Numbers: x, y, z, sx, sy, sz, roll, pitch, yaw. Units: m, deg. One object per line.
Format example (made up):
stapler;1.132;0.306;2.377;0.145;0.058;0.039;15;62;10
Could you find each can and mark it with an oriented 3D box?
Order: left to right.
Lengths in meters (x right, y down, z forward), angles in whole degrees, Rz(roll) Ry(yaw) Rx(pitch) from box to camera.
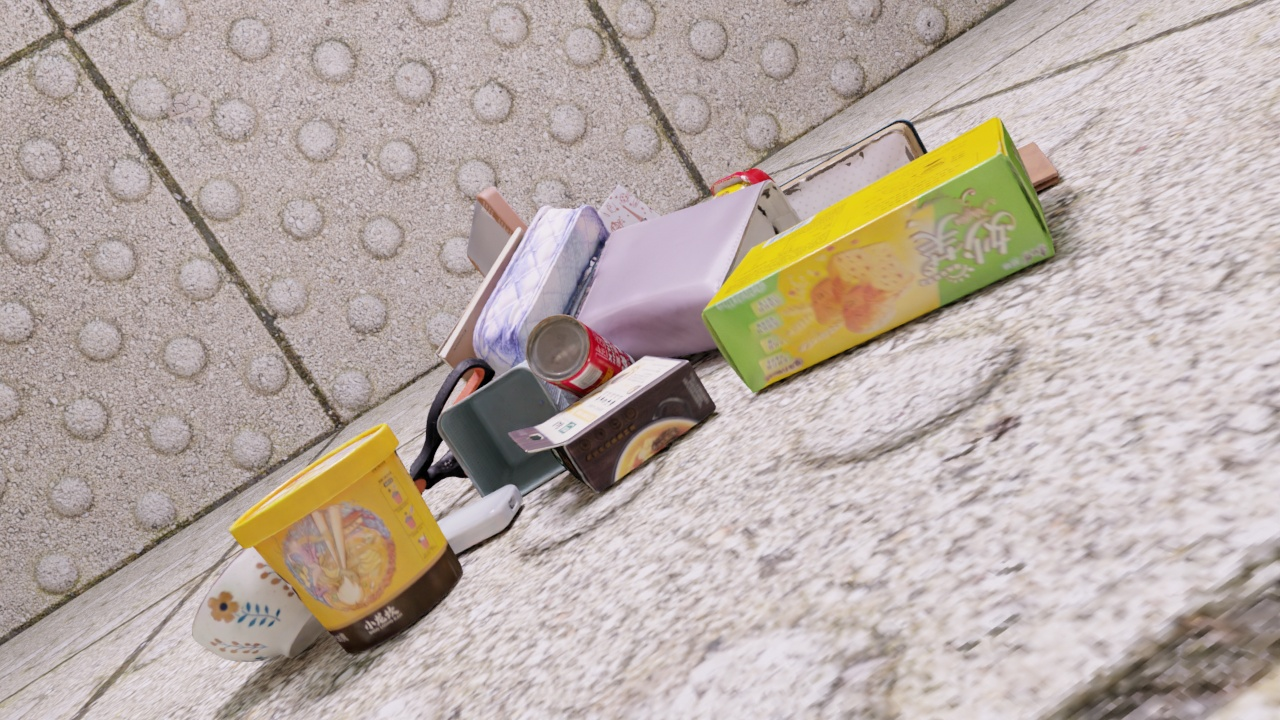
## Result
can;-0.042;0.005;0.752;0.053;0.053;0.132;-30;-20;10

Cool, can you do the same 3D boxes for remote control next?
remote control;-0.151;0.137;0.694;0.136;0.020;0.055;-29;11;16

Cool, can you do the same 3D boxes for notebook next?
notebook;-0.134;-0.027;0.963;0.149;0.012;0.211;-61;-19;-16

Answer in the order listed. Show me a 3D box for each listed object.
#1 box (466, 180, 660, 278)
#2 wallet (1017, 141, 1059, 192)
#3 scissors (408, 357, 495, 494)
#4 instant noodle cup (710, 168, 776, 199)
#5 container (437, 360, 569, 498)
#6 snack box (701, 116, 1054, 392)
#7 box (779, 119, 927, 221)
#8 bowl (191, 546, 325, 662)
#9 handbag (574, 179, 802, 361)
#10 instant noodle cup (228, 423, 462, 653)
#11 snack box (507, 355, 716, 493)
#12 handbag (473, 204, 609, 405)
box;-0.106;-0.136;1.101;0.156;0.193;0.183;-55;5;-25
wallet;0.273;-0.133;0.726;0.101;0.020;0.115;-27;14;24
scissors;-0.193;0.089;0.824;0.022;0.211;0.221;27;27;31
instant noodle cup;0.098;-0.121;0.970;0.123;0.116;0.116;-45;12;-10
container;-0.104;0.054;0.770;0.090;0.090;0.111;-32;7;3
snack box;0.160;-0.074;0.623;0.211;0.070;0.157;-27;11;28
box;0.192;-0.148;0.847;0.185;0.090;0.059;-25;11;26
bowl;-0.259;0.175;0.668;0.113;0.062;0.113;-52;-10;-13
handbag;0.041;-0.065;0.824;0.197;0.098;0.144;-11;37;45
instant noodle cup;-0.189;0.121;0.614;0.118;0.114;0.118;-31;10;6
snack box;-0.024;0.044;0.660;0.125;0.053;0.113;-35;10;-10
handbag;-0.078;-0.049;0.902;0.076;0.134;0.193;6;57;28
